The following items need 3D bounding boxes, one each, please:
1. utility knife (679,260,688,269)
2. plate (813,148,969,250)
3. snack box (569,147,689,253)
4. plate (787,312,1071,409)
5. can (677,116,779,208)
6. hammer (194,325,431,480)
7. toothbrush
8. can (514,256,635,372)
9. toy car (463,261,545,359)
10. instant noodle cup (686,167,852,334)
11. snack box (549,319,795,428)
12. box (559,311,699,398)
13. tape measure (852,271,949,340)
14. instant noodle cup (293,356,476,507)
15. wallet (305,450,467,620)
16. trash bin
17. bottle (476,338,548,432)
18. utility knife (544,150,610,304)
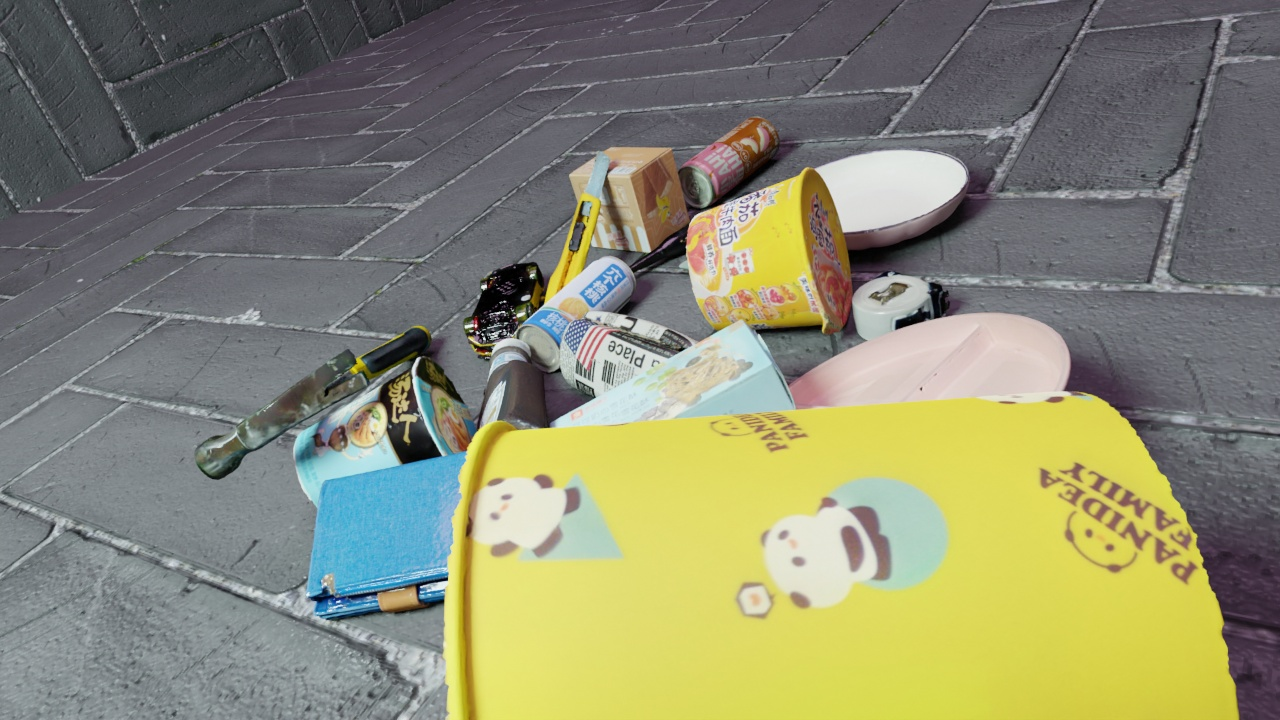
[{"bbox_3d":[0.113,-0.090,0.903,0.168,0.018,0.030,8,43,38],"label":"utility knife"},{"bbox_3d":[0.233,-0.158,0.929,0.192,0.039,0.192,-13,31,8],"label":"plate"},{"bbox_3d":[-0.011,-0.184,1.041,0.093,0.094,0.076,12,41,40],"label":"snack box"},{"bbox_3d":[0.164,0.040,0.601,0.230,0.028,0.229,-27,18,9],"label":"plate"},{"bbox_3d":[0.107,-0.241,1.109,0.058,0.058,0.147,13,43,41],"label":"can"},{"bbox_3d":[-0.247,0.012,0.799,0.126,0.032,0.322,-31,7,12],"label":"hammer"},{"bbox_3d":[0.041,-0.126,0.993,0.212,0.026,0.027,-32,-1,-20],"label":"toothbrush"},{"bbox_3d":[-0.060,-0.047,0.886,0.053,0.053,0.134,7,39,35],"label":"can"},{"bbox_3d":[-0.136,-0.056,0.951,0.071,0.041,0.155,-12,32,9],"label":"toy car"},{"bbox_3d":[0.110,-0.087,0.795,0.110,0.138,0.137,-11,30,26],"label":"instant noodle cup"},{"bbox_3d":[0.020,0.042,0.672,0.175,0.051,0.074,-28,30,4],"label":"snack box"},{"bbox_3d":[-0.008,0.006,0.779,0.163,0.076,0.088,23,72,44],"label":"box"},{"bbox_3d":[0.210,-0.043,0.761,0.065,0.033,0.066,-33,32,-24],"label":"tape measure"},{"bbox_3d":[-0.203,0.071,0.729,0.120,0.111,0.111,-24,30,5],"label":"instant noodle cup"},{"bbox_3d":[-0.167,0.122,0.649,0.133,0.040,0.106,-13,58,12],"label":"wallet"},{"bbox_3d":[0.074,0.122,0.396,0.255,0.230,0.229,-9,31,4],"label":"trash bin"},{"bbox_3d":[-0.108,0.035,0.761,0.044,0.080,0.194,24,19,-17],"label":"bottle"},{"bbox_3d":[-0.065,-0.134,0.964,0.033,0.015,0.208,6,70,22],"label":"utility knife"}]
